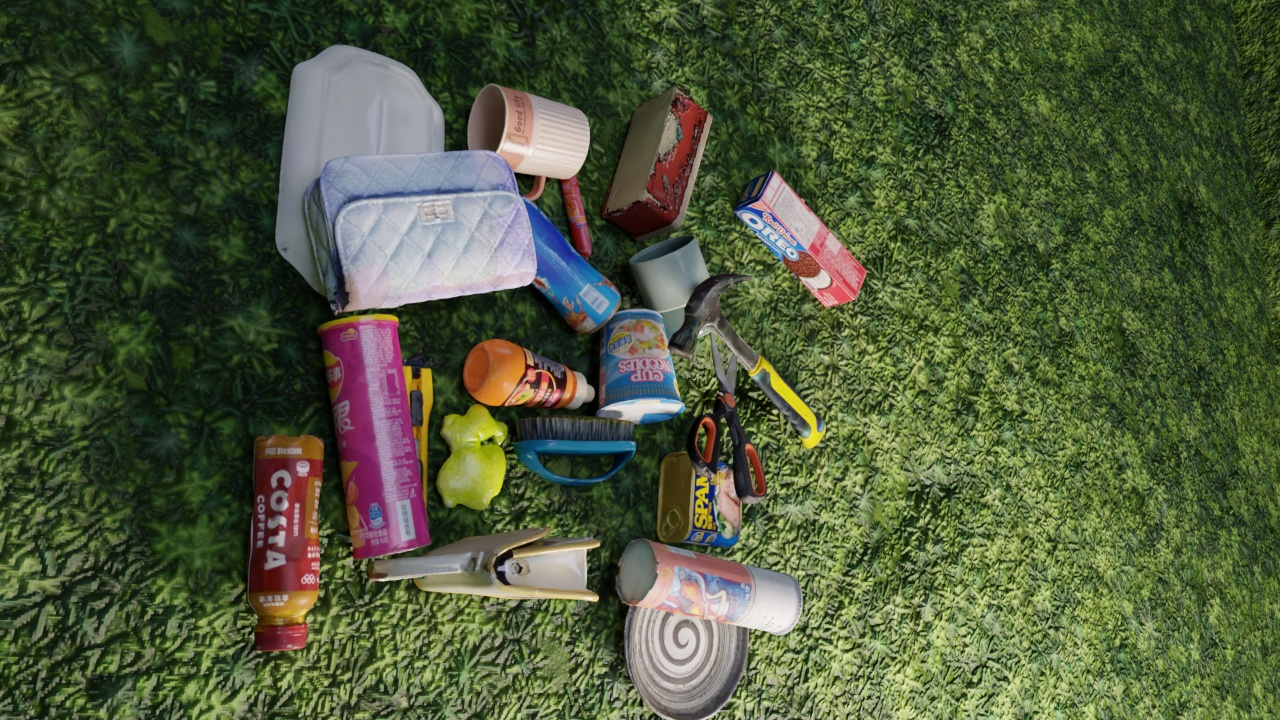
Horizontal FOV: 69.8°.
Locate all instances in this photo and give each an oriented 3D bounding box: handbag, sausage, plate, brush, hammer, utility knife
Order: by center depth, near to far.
[{"bbox_3d":[-0.143,0.180,0.814,0.178,0.164,0.063,12,71,-35],"label":"handbag"},{"bbox_3d":[-0.199,-0.121,0.840,0.193,0.076,0.134,-13,90,-33],"label":"handbag"},{"bbox_3d":[-0.214,0.074,0.877,0.033,0.015,0.167,4,78,-34],"label":"utility knife"},{"bbox_3d":[-0.260,-0.183,0.886,0.161,0.034,0.265,11,74,-35],"label":"plate"},{"bbox_3d":[-0.066,0.094,0.960,0.143,0.055,0.073,4,77,-37],"label":"brush"},{"bbox_3d":[0.049,0.309,1.022,0.179,0.024,0.179,9,76,-37],"label":"plate"},{"bbox_3d":[-0.077,-0.185,1.037,0.020,0.020,0.156,-10,86,-38],"label":"sausage"},{"bbox_3d":[0.146,0.011,1.095,0.323,0.032,0.126,43,69,-43],"label":"hammer"}]

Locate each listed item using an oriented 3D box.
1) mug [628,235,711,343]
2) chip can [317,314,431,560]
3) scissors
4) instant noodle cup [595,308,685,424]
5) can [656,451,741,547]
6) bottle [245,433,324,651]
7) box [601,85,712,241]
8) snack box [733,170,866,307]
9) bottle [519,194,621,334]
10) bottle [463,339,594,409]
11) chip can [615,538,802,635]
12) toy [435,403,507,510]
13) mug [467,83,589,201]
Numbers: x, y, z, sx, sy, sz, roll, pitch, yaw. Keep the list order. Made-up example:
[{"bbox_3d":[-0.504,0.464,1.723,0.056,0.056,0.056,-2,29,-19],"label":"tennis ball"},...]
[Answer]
[{"bbox_3d":[0.046,-0.086,1.069,0.106,0.082,0.111,68,23,-17],"label":"mug"},{"bbox_3d":[-0.239,0.068,0.824,0.071,0.072,0.210,-6,85,-38],"label":"chip can"},{"bbox_3d":[0.105,0.071,1.080,0.198,0.022,0.226,53,34,-5],"label":"scissors"},{"bbox_3d":[-0.006,0.006,1.008,0.099,0.099,0.109,8,67,-36],"label":"instant noodle cup"},{"bbox_3d":[0.069,0.161,1.049,0.083,0.057,0.102,15,71,-36],"label":"can"},{"bbox_3d":[-0.298,0.151,0.768,0.057,0.058,0.174,7,76,-36],"label":"bottle"},{"bbox_3d":[0.015,-0.235,1.072,0.076,0.092,0.168,31,63,-32],"label":"box"},{"bbox_3d":[0.216,-0.161,1.232,0.207,0.057,0.058,42,60,-23],"label":"snack box"},{"bbox_3d":[-0.113,-0.120,0.966,0.218,0.065,0.065,45,57,-20],"label":"bottle"},{"bbox_3d":[-0.107,0.022,0.945,0.149,0.067,0.066,16,71,-41],"label":"bottle"},{"bbox_3d":[0.077,0.247,0.996,0.214,0.071,0.071,21,68,-33],"label":"chip can"},{"bbox_3d":[-0.163,0.097,0.901,0.096,0.031,0.100,-25,95,-40],"label":"toy"},{"bbox_3d":[-0.122,-0.226,0.980,0.105,0.082,0.114,3,105,-38],"label":"mug"}]
